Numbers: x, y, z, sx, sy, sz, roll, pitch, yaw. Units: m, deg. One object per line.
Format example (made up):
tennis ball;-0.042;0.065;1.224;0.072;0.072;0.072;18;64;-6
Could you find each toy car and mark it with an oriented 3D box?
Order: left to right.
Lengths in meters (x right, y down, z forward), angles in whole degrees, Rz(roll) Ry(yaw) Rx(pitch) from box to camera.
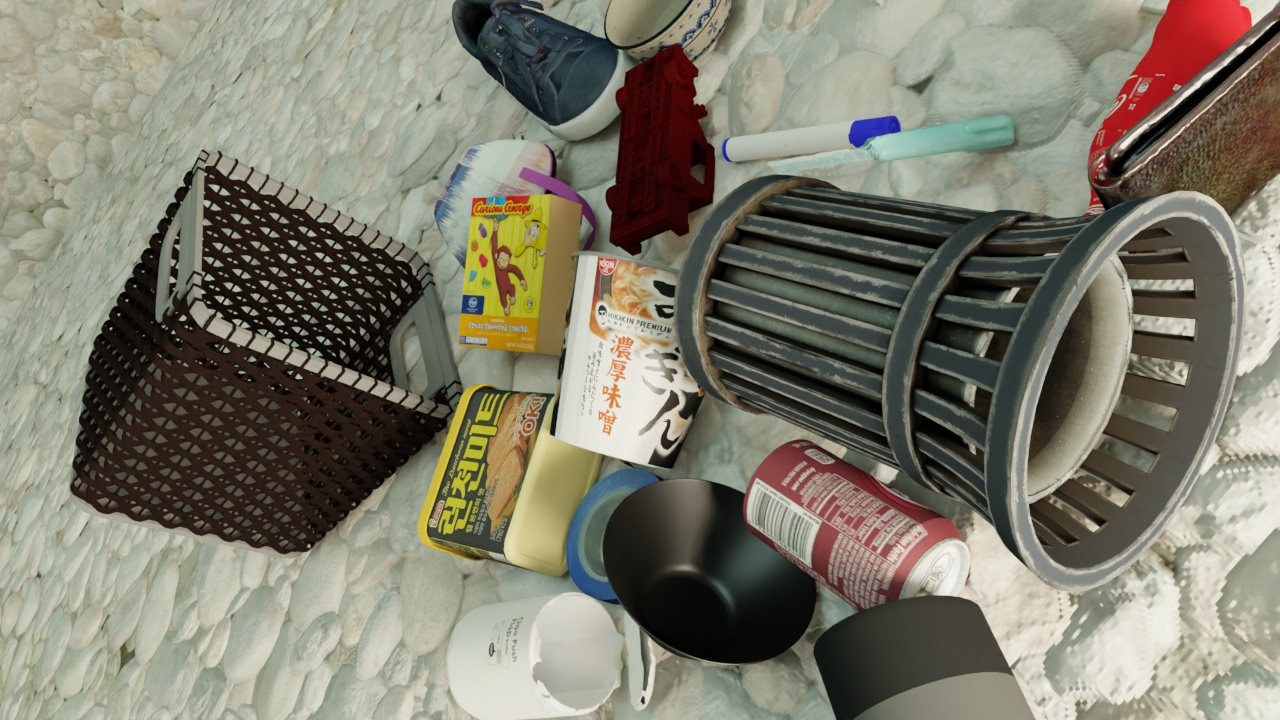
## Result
toy car;0.019;-0.162;0.724;0.070;0.062;0.169;-18;56;37

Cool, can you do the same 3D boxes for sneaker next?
sneaker;-0.109;-0.309;0.889;0.121;0.127;0.294;-55;44;6

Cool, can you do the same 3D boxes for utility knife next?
utility knife;0.148;-0.124;0.526;0.015;0.168;0.022;108;144;-54

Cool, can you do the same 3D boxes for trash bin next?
trash bin;0.136;-0.012;0.457;0.228;0.164;0.164;24;85;52

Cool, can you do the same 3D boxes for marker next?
marker;0.118;-0.157;0.656;0.142;0.020;0.020;6;71;46

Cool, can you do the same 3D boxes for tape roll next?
tape roll;-0.011;0.119;0.625;0.091;0.016;0.093;28;89;48

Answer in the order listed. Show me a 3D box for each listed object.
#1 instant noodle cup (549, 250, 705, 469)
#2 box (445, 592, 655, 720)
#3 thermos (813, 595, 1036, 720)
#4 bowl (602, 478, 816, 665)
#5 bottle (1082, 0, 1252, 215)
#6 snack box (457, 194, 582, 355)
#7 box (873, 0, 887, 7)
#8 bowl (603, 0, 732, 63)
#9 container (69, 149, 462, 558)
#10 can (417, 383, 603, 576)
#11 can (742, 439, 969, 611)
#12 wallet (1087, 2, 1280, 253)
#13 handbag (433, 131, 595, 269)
instant noodle cup;-0.004;0.004;0.619;0.124;0.123;0.121;12;86;47
box;-0.047;0.185;0.581;0.161;0.092;0.081;-23;50;43
thermos;0.147;0.218;0.365;0.082;0.082;0.240;-37;46;24
bowl;0.033;0.132;0.529;0.124;0.124;0.053;-113;30;-42
bottle;0.268;-0.128;0.477;0.042;0.042;0.141;29;89;48
snack box;-0.101;-0.070;0.766;0.088;0.040;0.126;5;89;36
box;0.119;-0.357;0.682;0.043;0.136;0.196;-39;45;29
bowl;0.030;-0.302;0.794;0.116;0.059;0.115;-23;53;34
container;-0.352;0.008;0.856;0.244;0.245;0.247;-45;43;21
can;-0.092;0.088;0.683;0.101;0.072;0.130;2;69;42
can;0.111;0.091;0.488;0.114;0.063;0.063;31;90;48
wallet;0.267;-0.103;0.421;0.120;0.099;0.031;-45;50;16
handbag;-0.105;-0.134;0.837;0.170;0.068;0.144;27;88;42
